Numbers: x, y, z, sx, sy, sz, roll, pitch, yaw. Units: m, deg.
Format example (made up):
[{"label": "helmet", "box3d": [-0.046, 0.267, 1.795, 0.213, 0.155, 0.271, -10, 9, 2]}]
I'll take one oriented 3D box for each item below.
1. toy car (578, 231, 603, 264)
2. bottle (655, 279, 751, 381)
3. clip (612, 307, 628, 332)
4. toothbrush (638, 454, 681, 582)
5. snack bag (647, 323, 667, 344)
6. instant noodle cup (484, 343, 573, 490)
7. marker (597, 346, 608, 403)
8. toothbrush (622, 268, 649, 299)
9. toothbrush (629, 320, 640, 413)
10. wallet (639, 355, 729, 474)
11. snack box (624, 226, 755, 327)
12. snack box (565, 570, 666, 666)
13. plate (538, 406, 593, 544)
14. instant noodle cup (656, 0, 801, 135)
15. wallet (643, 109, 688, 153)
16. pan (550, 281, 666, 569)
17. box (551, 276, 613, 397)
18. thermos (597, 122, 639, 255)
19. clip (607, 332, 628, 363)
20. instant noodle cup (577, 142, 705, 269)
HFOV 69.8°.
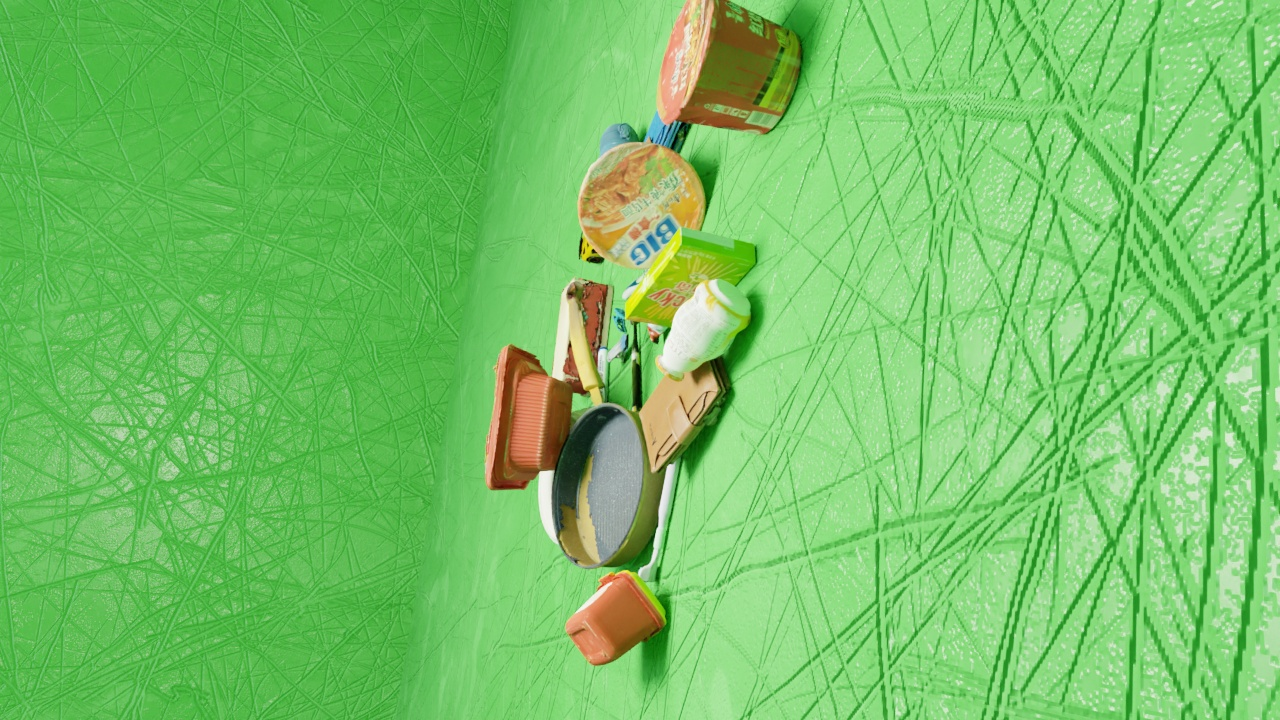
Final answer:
[{"label": "toy car", "box3d": [-0.061, -0.208, 1.449, 0.156, 0.041, 0.071, 144, 134, -62]}, {"label": "bottle", "box3d": [0.060, -0.028, 0.917, 0.109, 0.063, 0.063, -51, 29, 24]}, {"label": "clip", "box3d": [-0.028, -0.060, 1.307, 0.056, 0.014, 0.041, -122, 46, -62]}, {"label": "toothbrush", "box3d": [0.027, 0.150, 1.013, 0.021, 0.029, 0.189, 12, 89, 32]}, {"label": "snack bag", "box3d": [0.032, -0.065, 1.109, 0.106, 0.026, 0.045, 124, 160, -48]}, {"label": "instant noodle cup", "box3d": [-0.142, 0.079, 1.203, 0.164, 0.079, 0.188, 29, -115, -78]}, {"label": "marker", "box3d": [-0.055, 0.047, 1.320, 0.017, 0.017, 0.145, 130, 146, -56]}, {"label": "toothbrush", "box3d": [0.007, -0.116, 1.229, 0.192, 0.018, 0.016, 144, 134, -64]}, {"label": "toothbrush", "box3d": [-0.007, 0.007, 1.209, 0.017, 0.012, 0.185, 116, 157, -53]}, {"label": "wallet", "box3d": [0.045, 0.045, 0.978, 0.132, 0.031, 0.107, -56, 28, 31]}, {"label": "snack box", "box3d": [0.049, -0.082, 0.976, 0.157, 0.085, 0.026, 131, 145, -56]}, {"label": "snack box", "box3d": [-0.030, 0.277, 0.979, 0.082, 0.080, 0.091, 53, 148, 7]}, {"label": "plate", "box3d": [-0.090, 0.163, 1.267, 0.205, 0.045, 0.204, -27, 59, 57]}, {"label": "instant noodle cup", "box3d": [0.091, -0.296, 0.940, 0.138, 0.108, 0.138, -169, 91, -71]}, {"label": "wallet", "box3d": [0.024, -0.294, 1.254, 0.106, 0.040, 0.133, -93, 22, -48]}, {"label": "pan", "box3d": [-0.056, 0.073, 1.119, 0.198, 0.078, 0.356, -26, 57, 48]}, {"label": "box", "box3d": [-0.098, -0.037, 1.397, 0.091, 0.078, 0.168, 148, 130, -67]}, {"label": "thermos", "box3d": [-0.032, -0.253, 1.349, 0.070, 0.070, 0.220, 128, 147, -54]}, {"label": "clip", "box3d": [-0.025, -0.014, 1.255, 0.057, 0.028, 0.024, 121, 152, -53]}, {"label": "instant noodle cup", "box3d": [-0.003, -0.198, 1.121, 0.111, 0.151, 0.151, -102, 28, -68]}]
